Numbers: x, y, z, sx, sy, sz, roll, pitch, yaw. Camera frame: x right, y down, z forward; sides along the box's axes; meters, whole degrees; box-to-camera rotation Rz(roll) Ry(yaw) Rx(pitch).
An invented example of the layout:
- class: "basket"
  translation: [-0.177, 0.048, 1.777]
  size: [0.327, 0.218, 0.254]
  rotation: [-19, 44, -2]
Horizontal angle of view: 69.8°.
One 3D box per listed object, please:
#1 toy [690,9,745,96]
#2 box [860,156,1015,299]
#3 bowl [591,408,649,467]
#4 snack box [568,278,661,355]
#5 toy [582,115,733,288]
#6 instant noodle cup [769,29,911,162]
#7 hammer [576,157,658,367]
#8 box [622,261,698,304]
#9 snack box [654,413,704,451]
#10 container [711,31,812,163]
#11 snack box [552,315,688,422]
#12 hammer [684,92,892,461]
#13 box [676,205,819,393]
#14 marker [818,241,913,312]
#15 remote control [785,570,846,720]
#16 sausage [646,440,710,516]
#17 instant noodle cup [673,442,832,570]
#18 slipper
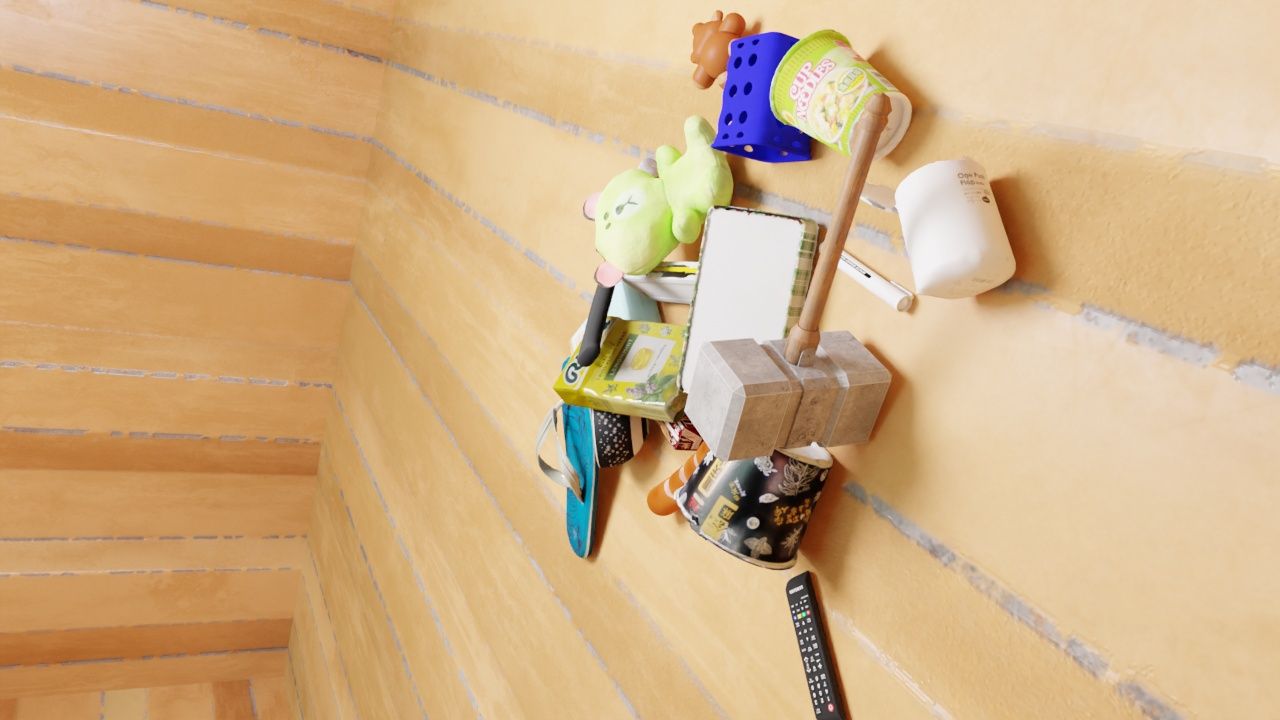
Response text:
- class: "toy"
  translation: [0.094, -0.368, 1.090]
  size: [0.095, 0.065, 0.127]
  rotation: [-58, 30, 25]
- class: "box"
  translation: [0.237, -0.117, 0.769]
  size: [0.126, 0.084, 0.155]
  rotation: [136, 133, -57]
- class: "bowl"
  translation: [-0.023, 0.077, 1.186]
  size: [0.120, 0.066, 0.120]
  rotation: [0, -94, -88]
- class: "snack box"
  translation: [-0.037, -0.035, 1.255]
  size: [0.175, 0.053, 0.075]
  rotation: [-49, 46, 48]
- class: "toy"
  translation: [0.027, -0.182, 1.087]
  size: [0.197, 0.107, 0.150]
  rotation: [-33, 57, 31]
- class: "instant noodle cup"
  translation: [0.191, -0.242, 0.860]
  size: [0.108, 0.098, 0.099]
  rotation: [53, 131, 39]
- class: "hammer"
  translation: [-0.037, -0.119, 1.172]
  size: [0.127, 0.029, 0.322]
  rotation: [-48, 22, 46]
- class: "box"
  translation: [0.050, -0.096, 1.100]
  size: [0.210, 0.064, 0.037]
  rotation: [13, 74, 60]
- class: "snack box"
  translation: [0.040, 0.054, 1.108]
  size: [0.141, 0.051, 0.032]
  rotation: [55, 131, 49]
- class: "container"
  translation: [0.137, -0.274, 0.963]
  size: [0.085, 0.084, 0.113]
  rotation: [16, 98, 58]
- class: "snack box"
  translation: [-0.007, 0.006, 1.100]
  size: [0.181, 0.045, 0.121]
  rotation: [8, 58, 38]
- class: "hammer"
  translation: [0.152, -0.067, 0.765]
  size: [0.083, 0.162, 0.318]
  rotation: [-123, 36, -47]
- class: "box"
  translation: [0.111, -0.055, 0.959]
  size: [0.118, 0.050, 0.205]
  rotation: [13, 98, 30]
- class: "marker"
  translation: [0.211, -0.083, 0.870]
  size: [0.020, 0.017, 0.133]
  rotation: [-40, 39, 1]
- class: "remote control"
  translation: [0.169, 0.277, 0.883]
  size: [0.033, 0.015, 0.146]
  rotation: [-44, 49, 49]
- class: "sausage"
  translation: [0.060, 0.134, 1.066]
  size: [0.165, 0.044, 0.039]
  rotation: [-50, 40, 45]
- class: "instant noodle cup"
  translation: [0.116, 0.118, 0.896]
  size: [0.137, 0.137, 0.112]
  rotation: [46, 115, 53]
- class: "slipper"
  translation: [-0.101, 0.142, 1.275]
  size: [0.118, 0.060, 0.295]
  rotation: [31, 124, 59]
